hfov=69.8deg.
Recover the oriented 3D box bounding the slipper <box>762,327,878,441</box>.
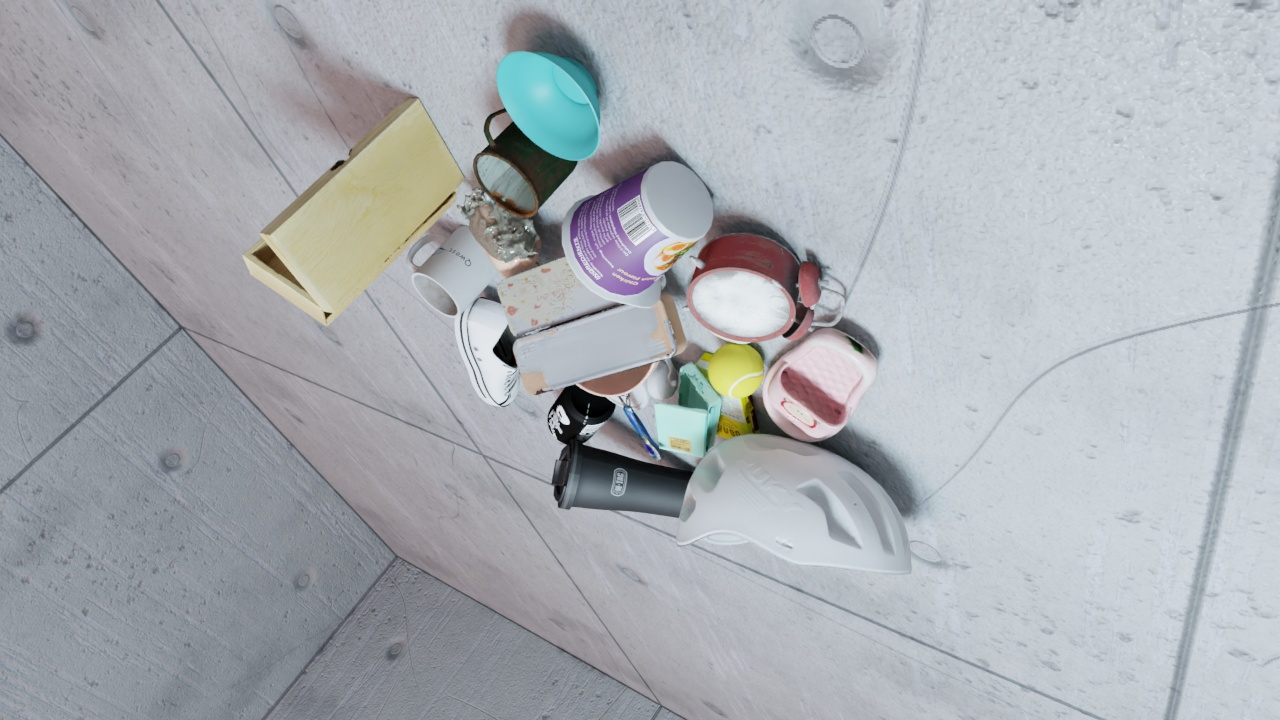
[{"bbox_3d":[0.191,0.032,1.012,0.107,0.055,0.222,35,154,8],"label":"slipper"}]

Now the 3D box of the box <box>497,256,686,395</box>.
[{"bbox_3d":[-0.062,-0.053,1.064,0.217,0.043,0.151,-15,89,29],"label":"box"}]

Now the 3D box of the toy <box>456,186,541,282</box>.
[{"bbox_3d":[-0.157,-0.140,1.139,0.132,0.076,0.176,49,162,37],"label":"toy"}]

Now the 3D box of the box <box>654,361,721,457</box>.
[{"bbox_3d":[0.053,0.083,1.181,0.077,0.080,0.189,53,168,18],"label":"box"}]

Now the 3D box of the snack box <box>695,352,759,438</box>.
[{"bbox_3d":[0.113,0.053,1.171,0.061,0.025,0.149,21,149,31],"label":"snack box"}]

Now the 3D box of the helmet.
[{"bbox_3d":[0.189,0.193,1.105,0.282,0.184,0.223,25,-170,35],"label":"helmet"}]

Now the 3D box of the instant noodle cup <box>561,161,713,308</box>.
[{"bbox_3d":[0.009,-0.130,0.923,0.137,0.121,0.122,52,142,-9],"label":"instant noodle cup"}]

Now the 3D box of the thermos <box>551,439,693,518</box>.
[{"bbox_3d":[-0.020,0.189,1.397,0.218,0.105,0.106,11,155,-10],"label":"thermos"}]

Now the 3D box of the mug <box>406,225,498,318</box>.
[{"bbox_3d":[-0.265,-0.130,1.261,0.119,0.096,0.083,30,153,15],"label":"mug"}]

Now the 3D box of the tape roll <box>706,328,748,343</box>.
[{"bbox_3d":[0.096,-0.058,1.024,0.094,0.019,0.094,29,152,17],"label":"tape roll"}]

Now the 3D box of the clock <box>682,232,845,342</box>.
[{"bbox_3d":[0.126,-0.072,0.921,0.157,0.061,0.110,14,144,7],"label":"clock"}]

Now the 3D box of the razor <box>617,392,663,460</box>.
[{"bbox_3d":[-0.005,0.078,1.212,0.044,0.018,0.141,-3,122,48],"label":"razor"}]

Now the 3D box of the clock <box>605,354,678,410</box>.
[{"bbox_3d":[-0.007,0.007,1.216,0.120,0.060,0.160,43,148,-6],"label":"clock"}]

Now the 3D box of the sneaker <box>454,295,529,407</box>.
[{"bbox_3d":[-0.205,-0.008,1.410,0.097,0.091,0.246,13,146,13],"label":"sneaker"}]

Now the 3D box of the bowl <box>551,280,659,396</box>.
[{"bbox_3d":[-0.028,-0.037,1.113,0.153,0.076,0.153,5,101,27],"label":"bowl"}]

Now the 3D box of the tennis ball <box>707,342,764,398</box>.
[{"bbox_3d":[0.111,0.011,1.064,0.065,0.065,0.065,29,152,17],"label":"tennis ball"}]

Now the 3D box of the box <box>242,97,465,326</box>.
[{"bbox_3d":[-0.337,-0.176,1.109,0.141,0.247,0.185,43,153,-12],"label":"box"}]

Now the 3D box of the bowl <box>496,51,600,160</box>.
[{"bbox_3d":[-0.077,-0.257,0.887,0.121,0.046,0.121,29,152,17],"label":"bowl"}]

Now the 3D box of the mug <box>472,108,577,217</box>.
[{"bbox_3d":[-0.124,-0.219,0.965,0.085,0.081,0.111,15,146,38],"label":"mug"}]

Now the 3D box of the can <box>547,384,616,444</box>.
[{"bbox_3d":[-0.092,0.077,1.398,0.080,0.080,0.146,38,153,-1],"label":"can"}]
